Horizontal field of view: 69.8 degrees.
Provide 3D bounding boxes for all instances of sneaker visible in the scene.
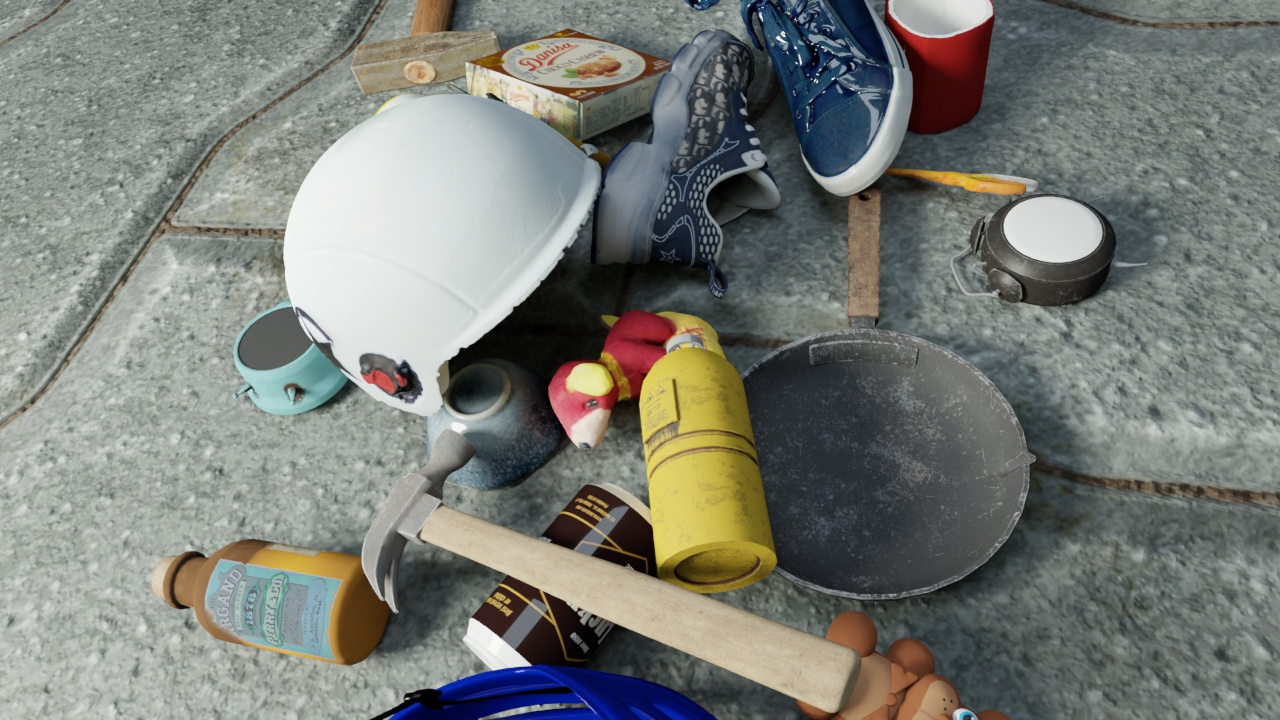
[{"bbox_3d":[0.128,-0.269,0.762,0.121,0.127,0.294,-33,54,38],"label":"sneaker"},{"bbox_3d":[0.063,-0.171,0.783,0.132,0.103,0.268,22,60,8],"label":"sneaker"}]

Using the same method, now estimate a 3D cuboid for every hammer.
[{"bbox_3d":[-0.228,-0.423,1.056,0.158,0.037,0.300,-7,53,7],"label":"hammer"},{"bbox_3d":[-0.034,0.122,0.515,0.332,0.031,0.119,12,55,35],"label":"hammer"}]

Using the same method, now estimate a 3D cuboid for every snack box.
[{"bbox_3d":[-0.065,-0.264,0.872,0.147,0.041,0.142,27,43,29],"label":"snack box"}]

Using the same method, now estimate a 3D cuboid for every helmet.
[{"bbox_3d":[-0.155,-0.096,0.655,0.265,0.163,0.236,-9,45,59],"label":"helmet"},{"bbox_3d":[-0.058,0.216,0.419,0.242,0.228,0.147,-10,69,9],"label":"helmet"}]

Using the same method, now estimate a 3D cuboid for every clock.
[{"bbox_3d":[-0.275,-0.014,0.748,0.090,0.053,0.124,6,52,15],"label":"clock"},{"bbox_3d":[0.299,-0.085,0.686,0.123,0.044,0.091,-11,52,4],"label":"clock"}]

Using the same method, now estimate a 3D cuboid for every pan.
[{"bbox_3d":[0.158,0.006,0.652,0.208,0.040,0.355,2,53,13],"label":"pan"}]

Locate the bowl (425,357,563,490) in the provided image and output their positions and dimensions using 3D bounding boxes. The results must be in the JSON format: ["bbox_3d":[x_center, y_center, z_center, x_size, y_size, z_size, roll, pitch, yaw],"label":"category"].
[{"bbox_3d":[-0.114,0.037,0.674,0.110,0.055,0.110,-5,53,7],"label":"bowl"}]

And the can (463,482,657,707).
[{"bbox_3d":[-0.043,0.142,0.570,0.072,0.072,0.128,29,64,28],"label":"can"}]

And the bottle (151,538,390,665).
[{"bbox_3d":[-0.249,0.154,0.606,0.157,0.068,0.067,5,55,15],"label":"bottle"}]

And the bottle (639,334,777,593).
[{"bbox_3d":[0.037,0.054,0.575,0.071,0.071,0.163,-10,53,5],"label":"bottle"}]

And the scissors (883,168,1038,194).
[{"bbox_3d":[0.261,-0.151,0.754,0.083,0.012,0.133,-12,24,-41],"label":"scissors"}]

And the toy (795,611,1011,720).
[{"bbox_3d":[0.149,0.197,0.494,0.128,0.065,0.094,28,57,22],"label":"toy"}]

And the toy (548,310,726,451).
[{"bbox_3d":[-0.004,0.004,0.673,0.137,0.067,0.105,-23,54,-16],"label":"toy"}]

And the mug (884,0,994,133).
[{"bbox_3d":[0.249,-0.274,0.805,0.080,0.097,0.116,-22,52,-5],"label":"mug"}]

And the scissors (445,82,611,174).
[{"bbox_3d":[-0.086,-0.189,0.760,0.166,0.225,0.016,19,94,-2],"label":"scissors"}]

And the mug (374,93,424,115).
[{"bbox_3d":[-0.187,-0.187,0.842,0.082,0.083,0.106,-42,58,-19],"label":"mug"}]
